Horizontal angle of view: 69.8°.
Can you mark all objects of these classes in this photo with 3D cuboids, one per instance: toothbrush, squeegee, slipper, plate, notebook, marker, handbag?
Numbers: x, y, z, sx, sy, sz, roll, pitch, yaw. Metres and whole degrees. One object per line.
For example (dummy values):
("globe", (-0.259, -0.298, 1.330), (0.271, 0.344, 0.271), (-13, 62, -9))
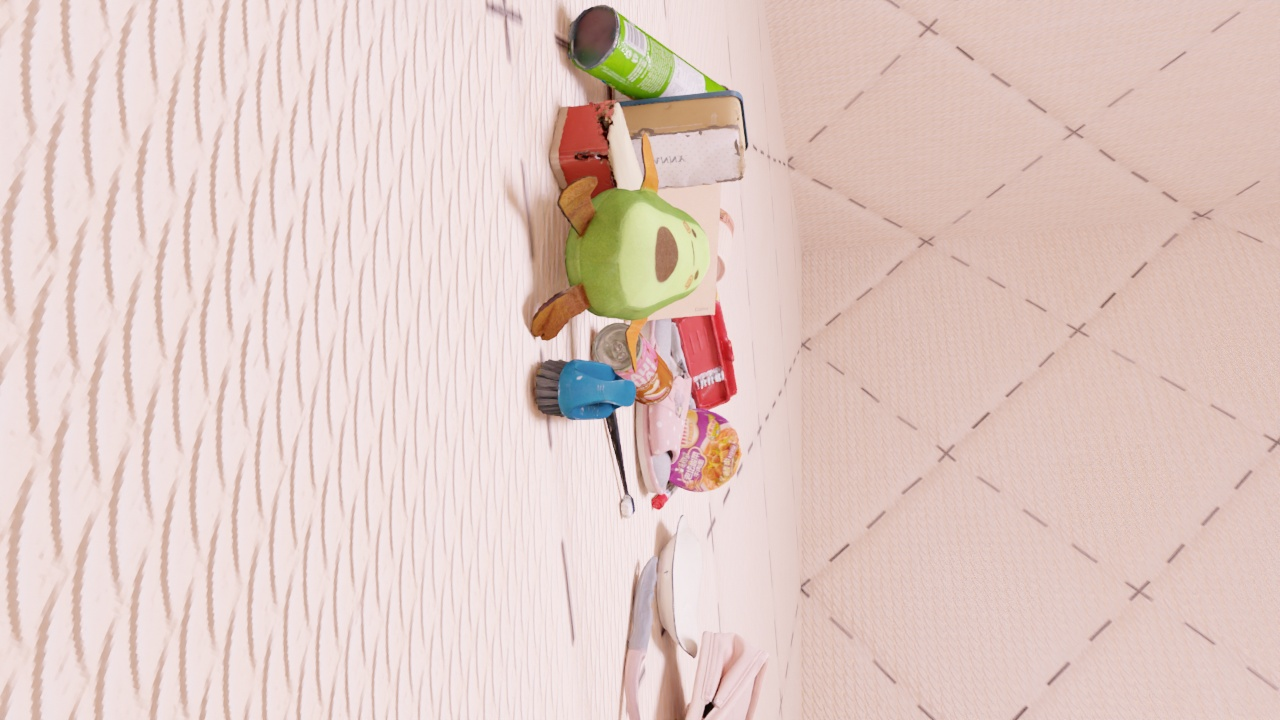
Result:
("toothbrush", (-0.027, 0.097, 1.009), (0.018, 0.016, 0.181), (-51, 137, -56))
("squeegee", (0.003, 0.333, 1.024), (0.248, 0.040, 0.249), (93, -2, -52))
("slipper", (0.032, 0.033, 1.168), (0.114, 0.054, 0.274), (45, 43, -69))
("plate", (0.050, 0.300, 1.219), (0.164, 0.034, 0.164), (64, 27, -56))
("notebook", (0.041, -0.155, 1.123), (0.149, 0.012, 0.211), (-8, 106, -40))
("marker", (0.040, 0.175, 1.242), (0.145, 0.017, 0.017), (-24, 110, -75))
("handbag", (0.078, 0.481, 1.165), (0.233, 0.093, 0.194), (-46, 148, -54))

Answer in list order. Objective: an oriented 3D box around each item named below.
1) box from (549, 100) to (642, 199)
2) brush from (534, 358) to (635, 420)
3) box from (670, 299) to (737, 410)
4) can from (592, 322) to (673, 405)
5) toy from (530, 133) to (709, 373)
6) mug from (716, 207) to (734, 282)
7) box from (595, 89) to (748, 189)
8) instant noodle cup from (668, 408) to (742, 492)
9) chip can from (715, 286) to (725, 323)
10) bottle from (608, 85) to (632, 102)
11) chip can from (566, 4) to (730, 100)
("box", (-0.028, -0.180, 0.946), (0.168, 0.076, 0.091), (68, 25, -52))
("brush", (-0.043, 0.028, 0.846), (0.143, 0.073, 0.055), (13, 82, -75))
("box", (0.092, 0.020, 1.333), (0.098, 0.118, 0.202), (56, -14, 46))
("can", (-0.006, 0.006, 1.023), (0.147, 0.058, 0.057), (47, 42, -68))
("toy", (-0.007, -0.099, 0.869), (0.246, 0.090, 0.227), (-15, 116, -57))
("mug", (0.091, -0.188, 1.418), (0.114, 0.082, 0.105), (44, 39, -29))
("box", (0.036, -0.236, 0.994), (0.090, 0.184, 0.060), (74, 15, -55))
("instant noodle cup", (0.081, 0.124, 1.254), (0.099, 0.111, 0.111), (48, 40, -81))
("chip can", (0.074, -0.116, 1.334), (0.211, 0.071, 0.071), (72, 21, -46))
("bottle", (0.000, -0.249, 1.107), (0.059, 0.060, 0.206), (-49, 134, -69))
("chip can", (0.019, -0.312, 1.014), (0.235, 0.072, 0.072), (12, 74, -53))
